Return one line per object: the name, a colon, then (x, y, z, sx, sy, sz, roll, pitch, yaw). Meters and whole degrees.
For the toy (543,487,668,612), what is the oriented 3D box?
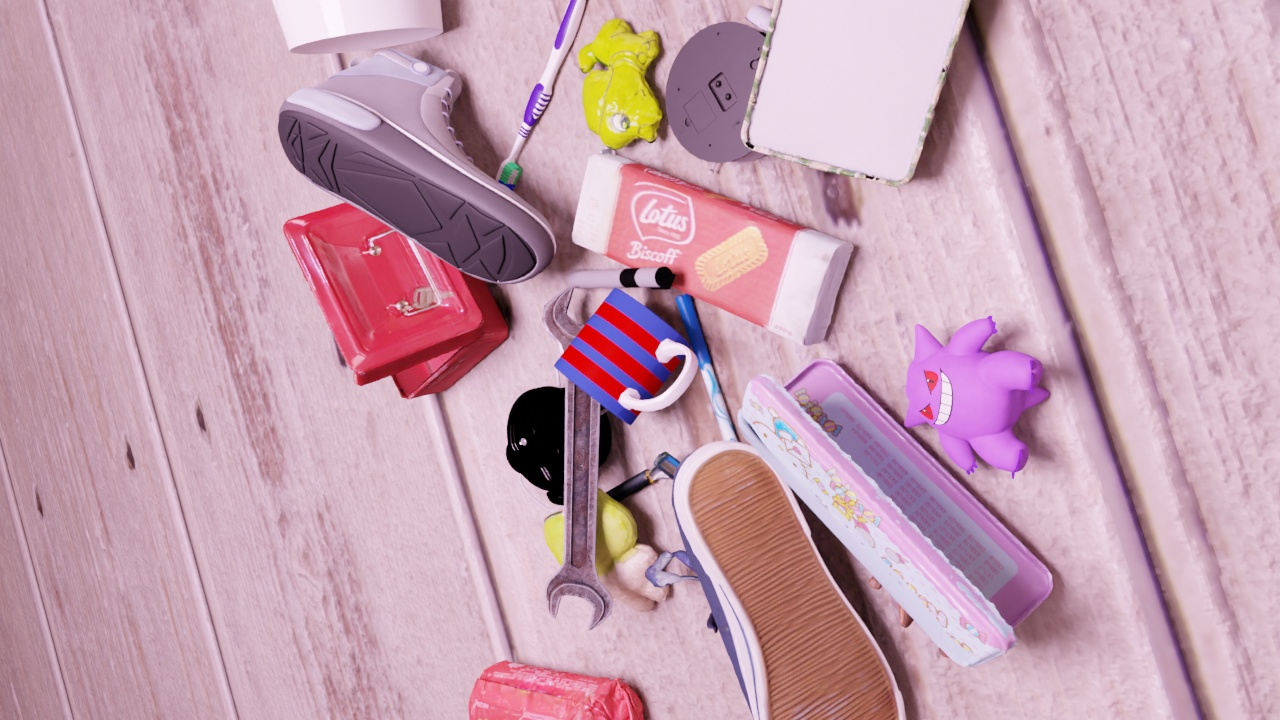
toy: (-0.025, 0.161, 0.765, 0.118, 0.043, 0.092, 44, 124, -3)

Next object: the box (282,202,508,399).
box: (-0.215, -0.054, 0.843, 0.157, 0.151, 0.165, 63, 163, 13)

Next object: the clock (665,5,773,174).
clock: (0.074, -0.193, 0.644, 0.123, 0.035, 0.094, -34, 77, 35)

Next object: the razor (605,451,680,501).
razor: (-0.011, 0.109, 0.769, 0.043, 0.022, 0.145, 42, 133, -20)

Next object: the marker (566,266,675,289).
marker: (-0.020, -0.064, 0.717, 0.141, 0.016, 0.016, 7, 102, 58)

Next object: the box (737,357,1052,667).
box: (0.157, 0.081, 0.571, 0.089, 0.093, 0.214, -39, 69, -10)

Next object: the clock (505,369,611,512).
clock: (-0.073, 0.074, 0.793, 0.091, 0.042, 0.121, 35, 117, 27)

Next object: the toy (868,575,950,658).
toy: (0.182, 0.148, 0.618, 0.055, 0.041, 0.101, -13, 81, 16)

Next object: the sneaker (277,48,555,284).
sneaker: (-0.160, -0.176, 0.774, 0.257, 0.160, 0.093, 28, 142, 7)

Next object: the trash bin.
trash bin: (-0.253, -0.374, 0.776, 0.196, 0.194, 0.200, 2, 109, 36)

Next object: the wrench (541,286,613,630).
wrench: (-0.047, 0.074, 0.734, 0.070, 0.010, 0.273, 0, 80, 2)

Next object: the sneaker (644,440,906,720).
sneaker: (0.092, 0.200, 0.676, 0.127, 0.120, 0.294, 149, 98, -80)

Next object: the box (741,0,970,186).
box: (0.140, -0.218, 0.559, 0.118, 0.049, 0.206, 16, 109, 12)

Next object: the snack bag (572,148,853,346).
snack bag: (0.045, -0.088, 0.681, 0.225, 0.041, 0.078, 27, 115, 29)

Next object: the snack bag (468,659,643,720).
snack bag: (-0.078, 0.313, 0.817, 0.177, 0.082, 0.082, -5, 94, 37)

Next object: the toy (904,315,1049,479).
toy: (0.204, 0.020, 0.570, 0.088, 0.055, 0.106, 17, 118, 37)

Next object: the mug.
mug: (-0.004, 0.004, 0.684, 0.076, 0.075, 0.112, -52, 40, -2)

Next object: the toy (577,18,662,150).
toy: (-0.015, -0.212, 0.708, 0.094, 0.036, 0.094, 34, 108, 26)

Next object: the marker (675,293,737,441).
marker: (0.054, 0.016, 0.707, 0.013, 0.013, 0.142, -22, 85, 37)

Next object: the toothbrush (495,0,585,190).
toothbrush: (-0.084, -0.221, 0.769, 0.016, 0.015, 0.187, 42, 119, 25)
